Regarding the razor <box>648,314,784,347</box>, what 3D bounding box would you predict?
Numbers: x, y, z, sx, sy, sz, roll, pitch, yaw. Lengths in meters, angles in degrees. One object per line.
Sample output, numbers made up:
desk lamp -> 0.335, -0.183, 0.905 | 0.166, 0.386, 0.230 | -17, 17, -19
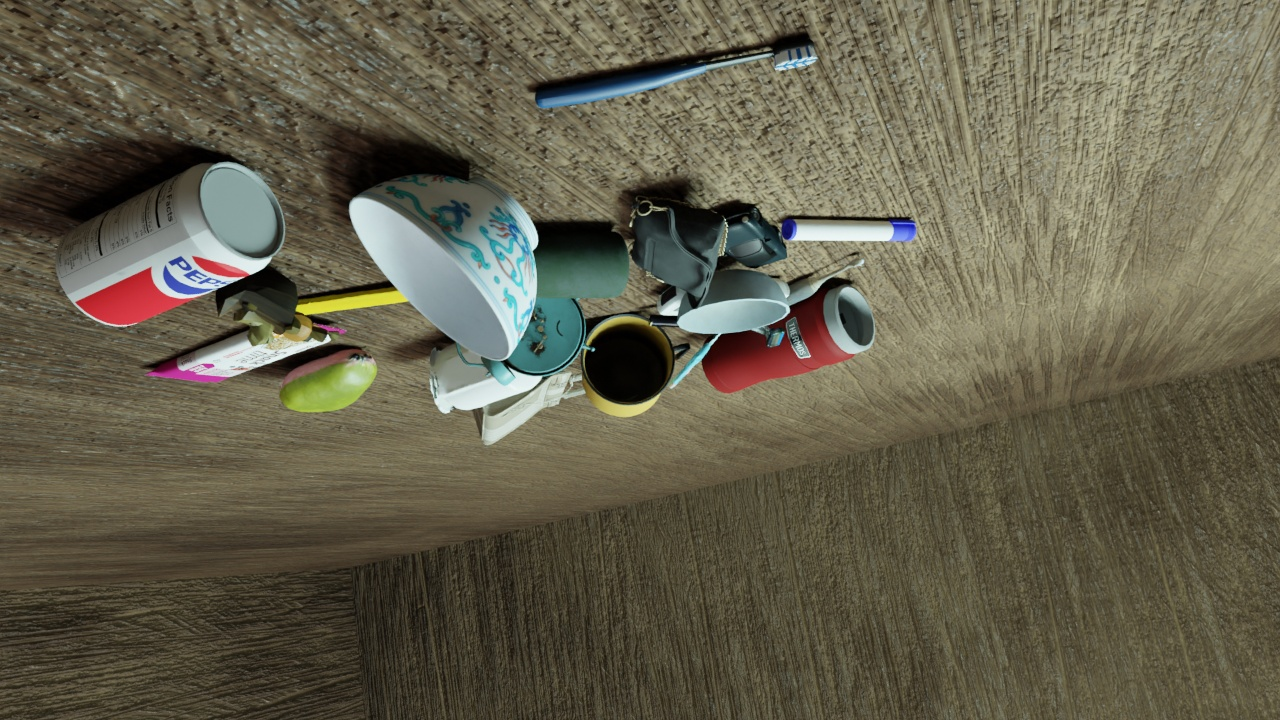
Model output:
razor -> 0.081, -0.038, 0.981 | 0.144, 0.022, 0.043 | 7, 160, 2

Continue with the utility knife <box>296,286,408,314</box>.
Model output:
utility knife -> -0.197, -0.058, 0.800 | 0.223, 0.019, 0.030 | -5, 171, -2

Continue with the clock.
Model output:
clock -> -0.109, -0.025, 0.856 | 0.124, 0.090, 0.053 | -11, 176, -1

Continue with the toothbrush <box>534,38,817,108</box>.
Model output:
toothbrush -> 0.020, -0.168, 0.541 | 0.168, 0.014, 0.014 | -11, 177, 0

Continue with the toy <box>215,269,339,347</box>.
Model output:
toy -> -0.285, -0.035, 0.728 | 0.076, 0.062, 0.100 | 1, 157, 39

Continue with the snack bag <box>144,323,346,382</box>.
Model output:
snack bag -> -0.376, -0.006, 0.872 | 0.197, 0.016, 0.070 | -16, 166, 25

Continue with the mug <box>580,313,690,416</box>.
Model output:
mug -> -0.006, 0.006, 1.027 | 0.123, 0.100, 0.094 | -16, 169, -8

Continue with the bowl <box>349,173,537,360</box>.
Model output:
bowl -> -0.118, -0.077, 0.625 | 0.074, 0.144, 0.144 | -48, 179, -22

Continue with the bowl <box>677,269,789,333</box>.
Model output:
bowl -> 0.086, -0.059, 0.871 | 0.106, 0.039, 0.106 | -5, 166, -1

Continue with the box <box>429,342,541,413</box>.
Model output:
box -> -0.175, 0.010, 0.966 | 0.144, 0.080, 0.089 | -20, 178, 38

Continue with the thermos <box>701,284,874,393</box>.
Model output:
thermos -> 0.176, -0.025, 1.081 | 0.199, 0.084, 0.107 | -21, -179, 43

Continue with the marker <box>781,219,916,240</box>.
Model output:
marker -> 0.193, -0.120, 0.841 | 0.141, 0.020, 0.020 | -3, 164, -26

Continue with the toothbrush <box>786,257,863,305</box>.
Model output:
toothbrush -> 0.169, -0.074, 0.998 | 0.024, 0.022, 0.186 | -5, 164, -40

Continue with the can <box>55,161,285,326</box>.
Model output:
can -> -0.294, -0.072, 0.574 | 0.132, 0.070, 0.070 | -17, 165, 23

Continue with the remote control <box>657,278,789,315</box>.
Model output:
remote control -> 0.087, -0.066, 0.955 | 0.138, 0.025, 0.060 | -2, 163, -30

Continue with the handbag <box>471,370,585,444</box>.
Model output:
handbag -> -0.117, 0.039, 1.195 | 0.197, 0.062, 0.176 | -16, 168, -14

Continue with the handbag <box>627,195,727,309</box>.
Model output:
handbag -> 0.026, -0.091, 0.742 | 0.079, 0.054, 0.129 | 20, 165, 5

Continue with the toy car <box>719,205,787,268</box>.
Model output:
toy car -> 0.096, -0.103, 0.803 | 0.046, 0.034, 0.112 | -17, 164, 23

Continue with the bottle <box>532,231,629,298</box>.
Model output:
bottle -> -0.098, -0.076, 0.732 | 0.174, 0.055, 0.055 | -3, 164, -23

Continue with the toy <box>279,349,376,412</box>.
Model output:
toy -> -0.319, 0.022, 0.956 | 0.110, 0.051, 0.090 | -22, 164, 29

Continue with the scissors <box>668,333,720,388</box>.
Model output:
scissors -> 0.071, -0.015, 1.016 | 0.141, 0.015, 0.111 | -53, 175, 18
